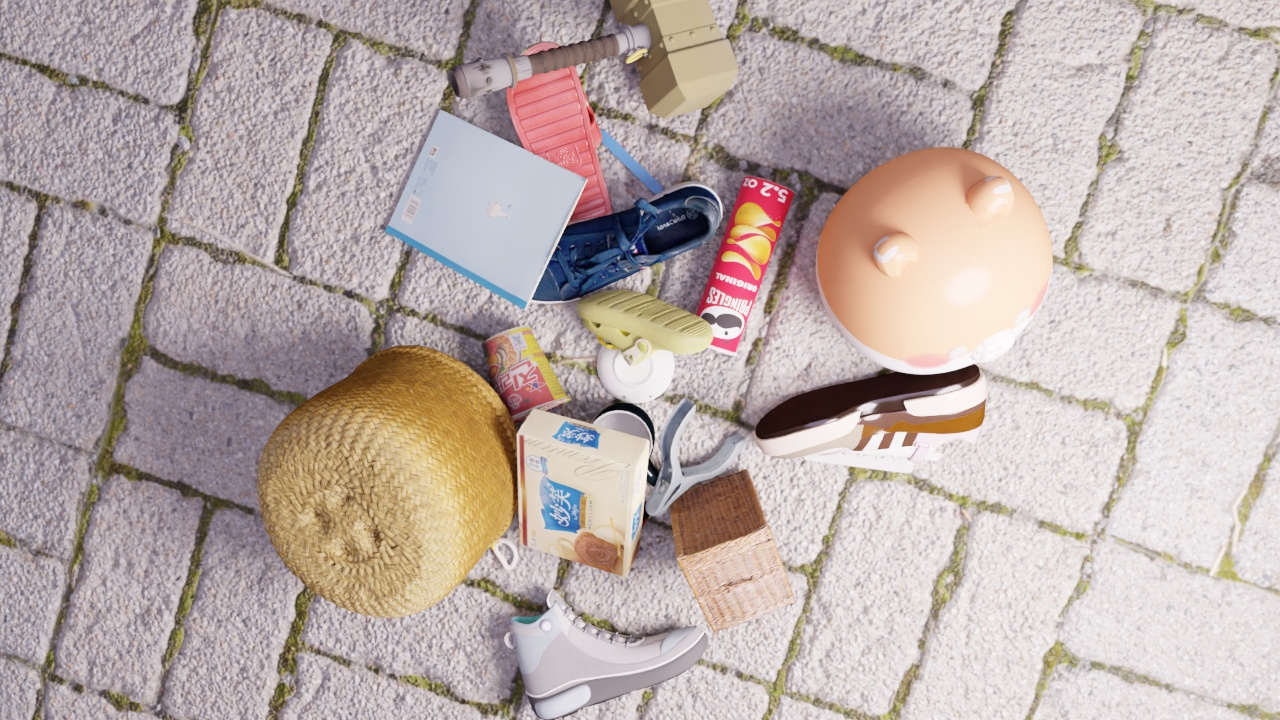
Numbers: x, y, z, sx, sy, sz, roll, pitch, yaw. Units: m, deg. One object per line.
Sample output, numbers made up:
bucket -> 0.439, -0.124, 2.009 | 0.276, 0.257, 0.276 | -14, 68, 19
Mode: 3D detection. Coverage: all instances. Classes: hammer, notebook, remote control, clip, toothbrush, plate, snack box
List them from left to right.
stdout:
notebook -> -0.204, -0.197, 1.175 | 0.253, 0.009, 0.181 | 30, 97, 24
snack box -> -0.074, 0.170, 1.150 | 0.153, 0.055, 0.208 | 15, 130, 12
hammer -> -0.068, -0.367, 1.088 | 0.324, 0.101, 0.190 | -21, 94, -20
plate -> -0.007, 0.007, 1.221 | 0.104, 0.026, 0.104 | 0, 96, 4
toothbrush -> 0.004, -0.243, 1.206 | 0.166, 0.014, 0.016 | 45, 98, 3
clip -> 0.058, 0.106, 1.161 | 0.168, 0.031, 0.164 | -37, 132, -20
remote control -> 0.291, 0.119, 1.219 | 0.147, 0.008, 0.045 | 7, 96, 3

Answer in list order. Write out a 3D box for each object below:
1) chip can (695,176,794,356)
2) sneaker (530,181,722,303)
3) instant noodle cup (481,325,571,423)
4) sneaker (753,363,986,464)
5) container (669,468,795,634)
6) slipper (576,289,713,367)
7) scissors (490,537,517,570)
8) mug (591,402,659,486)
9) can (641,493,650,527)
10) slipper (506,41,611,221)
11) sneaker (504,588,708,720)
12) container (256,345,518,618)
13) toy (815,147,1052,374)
chip can -> 0.128, -0.121, 1.178 | 0.069, 0.069, 0.220 | 20, 96, 2
sneaker -> -0.037, -0.139, 1.147 | 0.295, 0.127, 0.121 | -19, 113, 9
instant noodle cup -> -0.159, 0.019, 1.202 | 0.100, 0.100, 0.112 | -23, 86, 5
sneaker -> 0.296, 0.093, 1.177 | 0.294, 0.111, 0.116 | -15, 108, 4
container -> 0.111, 0.234, 1.149 | 0.114, 0.198, 0.113 | -21, 105, 4
slipper -> 0.006, -0.034, 1.171 | 0.191, 0.091, 0.082 | 20, 122, 31
scissors -> -0.217, 0.242, 1.264 | 0.131, 0.011, 0.125 | 43, 98, -3
mug -> -0.013, 0.114, 1.196 | 0.085, 0.094, 0.121 | -38, 92, 6
can -> -0.012, 0.218, 1.237 | 0.031, 0.031, 0.080 | 32, 96, 0
slipper -> -0.101, -0.282, 1.185 | 0.103, 0.059, 0.249 | -14, 110, 6
sneaker -> -0.049, 0.369, 1.233 | 0.257, 0.093, 0.160 | -23, 85, 4
container -> -0.310, 0.156, 1.133 | 0.307, 0.196, 0.307 | 6, 112, 15
toy -> 0.339, -0.115, 1.062 | 0.263, 0.280, 0.265 | -30, 72, 6
